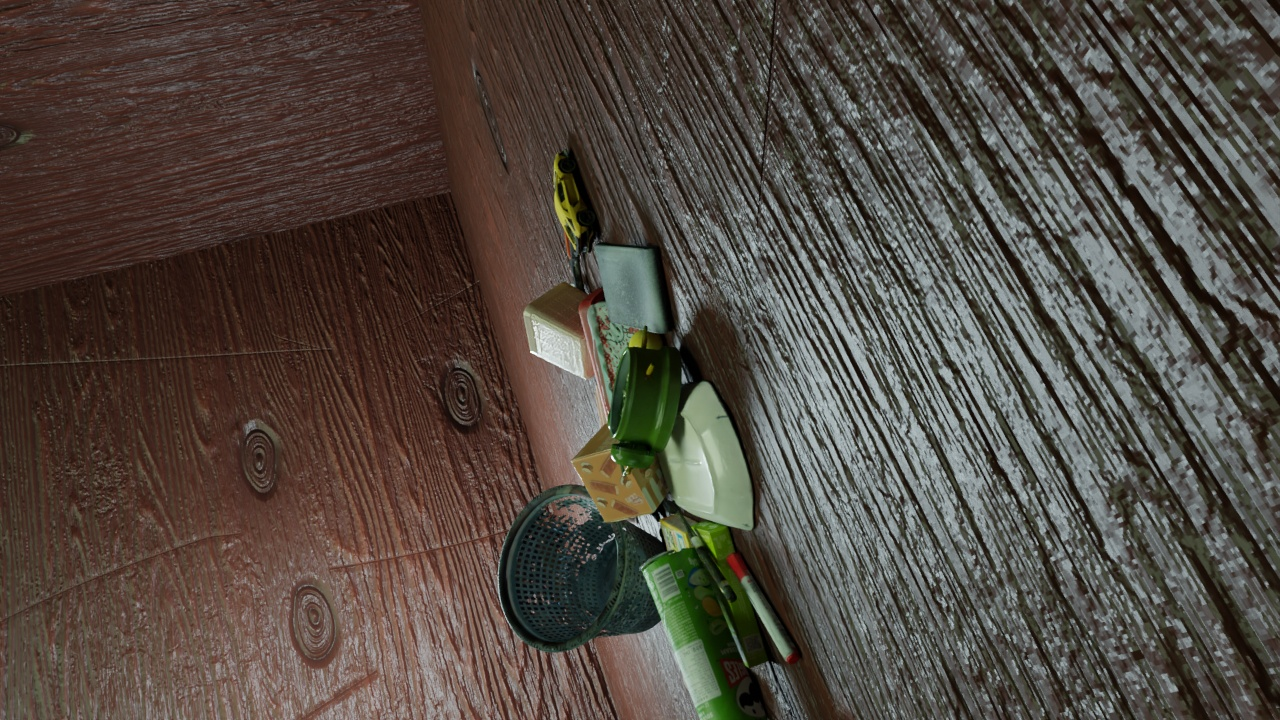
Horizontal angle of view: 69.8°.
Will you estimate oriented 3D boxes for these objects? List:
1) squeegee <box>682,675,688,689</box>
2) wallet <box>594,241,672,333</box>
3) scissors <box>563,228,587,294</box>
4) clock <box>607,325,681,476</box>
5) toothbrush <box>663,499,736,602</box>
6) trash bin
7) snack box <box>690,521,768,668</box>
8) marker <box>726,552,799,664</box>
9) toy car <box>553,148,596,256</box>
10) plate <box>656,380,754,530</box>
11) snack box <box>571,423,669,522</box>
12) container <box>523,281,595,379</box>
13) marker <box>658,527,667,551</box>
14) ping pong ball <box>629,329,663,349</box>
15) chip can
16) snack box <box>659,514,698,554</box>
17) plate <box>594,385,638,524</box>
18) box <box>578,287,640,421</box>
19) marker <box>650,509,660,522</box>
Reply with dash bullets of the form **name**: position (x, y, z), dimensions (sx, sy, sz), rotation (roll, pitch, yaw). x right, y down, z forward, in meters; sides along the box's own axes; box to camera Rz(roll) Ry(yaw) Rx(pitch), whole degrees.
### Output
- **squeegee**: position (0.080, 0.429, 1.217), dimensions (0.247, 0.040, 0.250), rotation (59, 171, 40)
- **wallet**: position (-0.009, -0.084, 1.039), dimensions (0.121, 0.019, 0.097), rotation (14, 120, 54)
- **scissors**: position (-0.087, -0.111, 1.410), dimensions (0.220, 0.021, 0.234), rotation (-123, 22, -55)
- **clock**: position (0.000, 0.053, 1.003), dimensions (0.116, 0.056, 0.161), rotation (-98, 20, -63)
- **toothbrush**: position (0.064, 0.209, 1.029), dimensions (0.012, 0.017, 0.185), rotation (-62, 29, 14)
- **trash bin**: position (-0.058, 0.308, 1.321), dimensions (0.195, 0.227, 0.226), rotation (27, -149, -50)
- **snack box**: position (0.099, 0.263, 1.045), dimensions (0.086, 0.026, 0.156), rotation (152, 102, -76)
- **marker**: position (0.125, 0.252, 0.943), dimensions (0.145, 0.017, 0.017), rotation (-122, 20, -52)
- **toy car**: position (-0.097, -0.219, 1.275), dimensions (0.071, 0.041, 0.155), rotation (109, 144, -69)
- **plate**: position (0.059, 0.107, 1.009), dimensions (0.266, 0.034, 0.162), rotation (163, 91, -78)
- **snack box**: position (-0.015, 0.130, 1.126), dimensions (0.094, 0.077, 0.092), rotation (62, -145, -13)
- **container**: position (-0.090, -0.039, 1.289), dimensions (0.111, 0.090, 0.090), rotation (28, 141, 32)
- **marker**: position (0.051, 0.299, 1.321), dimensions (0.015, 0.018, 0.123), rotation (120, 134, -67)
- **ping pong ball**: position (0.007, -0.017, 1.069), dimensions (0.040, 0.040, 0.040), rotation (164, 91, -78)
- **chip can**: position (0.073, 0.322, 1.001), dimensions (0.072, 0.072, 0.235), rotation (96, 153, -60)
- **snack box**: position (0.063, 0.248, 1.173), dimensions (0.140, 0.033, 0.087), rotation (166, 89, -76)
- **plate**: position (-0.039, 0.141, 1.417), dimensions (0.229, 0.028, 0.229), rotation (167, 92, -86)
- **box**: position (-0.008, 0.008, 1.172), dimensions (0.102, 0.101, 0.201), rotation (-48, -50, -58)
- **marker**: position (0.009, 0.220, 1.410), dimensions (0.124, 0.015, 0.018), rotation (-139, 36, -69)
